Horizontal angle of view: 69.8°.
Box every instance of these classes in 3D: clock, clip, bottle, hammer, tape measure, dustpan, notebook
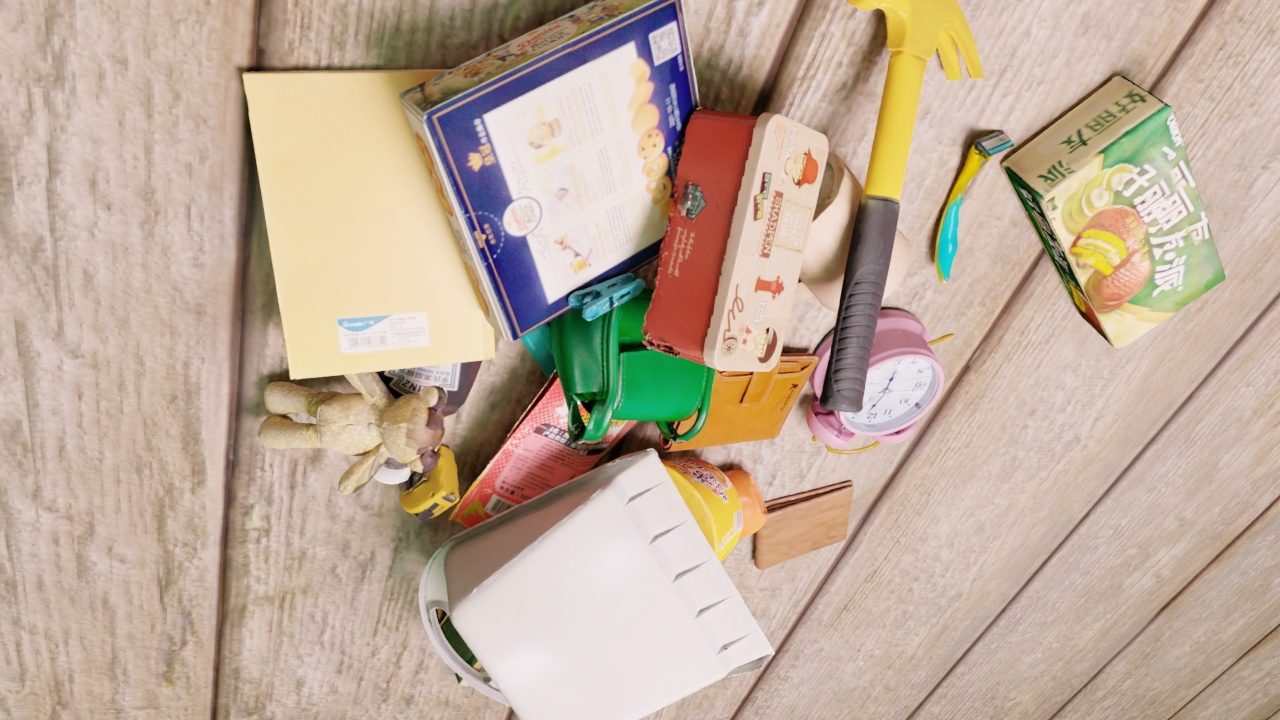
[{"bbox_3d":[0.216,0.030,0.856,0.117,0.059,0.159,-1,132,-17],"label":"clock"},{"bbox_3d":[-0.022,-0.045,0.635,0.056,0.047,0.014,-29,136,-27],"label":"clip"},{"bbox_3d":[-0.177,0.021,0.726,0.079,0.044,0.195,15,126,-19],"label":"bottle"},{"bbox_3d":[0.050,0.161,0.920,0.150,0.066,0.067,-23,134,12],"label":"bottle"},{"bbox_3d":[0.169,-0.111,0.643,0.128,0.033,0.301,3,101,-35],"label":"hammer"},{"bbox_3d":[-0.184,0.106,0.789,0.057,0.060,0.029,-35,134,20],"label":"tape measure"},{"bbox_3d":[-0.063,0.212,0.795,0.257,0.142,0.223,-32,105,-6],"label":"dustpan"},{"bbox_3d":[-0.174,-0.088,0.615,0.145,0.010,0.206,-6,116,-14],"label":"notebook"}]

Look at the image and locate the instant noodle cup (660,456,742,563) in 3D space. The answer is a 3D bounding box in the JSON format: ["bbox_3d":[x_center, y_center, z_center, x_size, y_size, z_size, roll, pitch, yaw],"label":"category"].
[{"bbox_3d":[0.025,0.149,0.837,0.138,0.138,0.109,-46,166,22],"label":"instant noodle cup"}]

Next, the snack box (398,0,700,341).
[{"bbox_3d":[-0.042,-0.127,0.603,0.182,0.046,0.178,-31,136,-16],"label":"snack box"}]

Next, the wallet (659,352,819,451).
[{"bbox_3d":[0.090,0.029,0.822,0.130,0.035,0.119,-2,134,-34],"label":"wallet"}]

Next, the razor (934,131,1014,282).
[{"bbox_3d":[0.266,-0.123,0.759,0.043,0.028,0.133,-29,140,-38],"label":"razor"}]

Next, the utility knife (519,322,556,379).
[{"bbox_3d":[-0.078,-0.008,0.756,0.029,0.013,0.151,-23,136,5],"label":"utility knife"}]

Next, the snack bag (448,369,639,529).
[{"bbox_3d":[-0.071,0.074,0.790,0.128,0.073,0.208,14,124,-46],"label":"snack bag"}]

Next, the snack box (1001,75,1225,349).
[{"bbox_3d":[0.411,-0.117,0.789,0.115,0.063,0.240,-37,131,14],"label":"snack box"}]

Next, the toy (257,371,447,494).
[{"bbox_3d":[-0.219,0.047,0.691,0.157,0.105,0.066,4,174,16],"label":"toy"}]

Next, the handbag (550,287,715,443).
[{"bbox_3d":[-0.004,0.004,0.703,0.068,0.120,0.131,-1,175,41],"label":"handbag"}]

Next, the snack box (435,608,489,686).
[{"bbox_3d":[-0.136,0.259,0.909,0.117,0.105,0.118,19,121,-31],"label":"snack box"}]

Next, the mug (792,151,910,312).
[{"bbox_3d":[0.130,-0.093,0.715,0.125,0.084,0.103,-18,139,35],"label":"mug"}]

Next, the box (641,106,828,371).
[{"bbox_3d":[0.060,-0.082,0.631,0.091,0.081,0.168,2,104,-52],"label":"box"}]

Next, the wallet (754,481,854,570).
[{"bbox_3d":[0.179,0.181,1.008,0.115,0.020,0.101,-15,135,-9],"label":"wallet"}]
